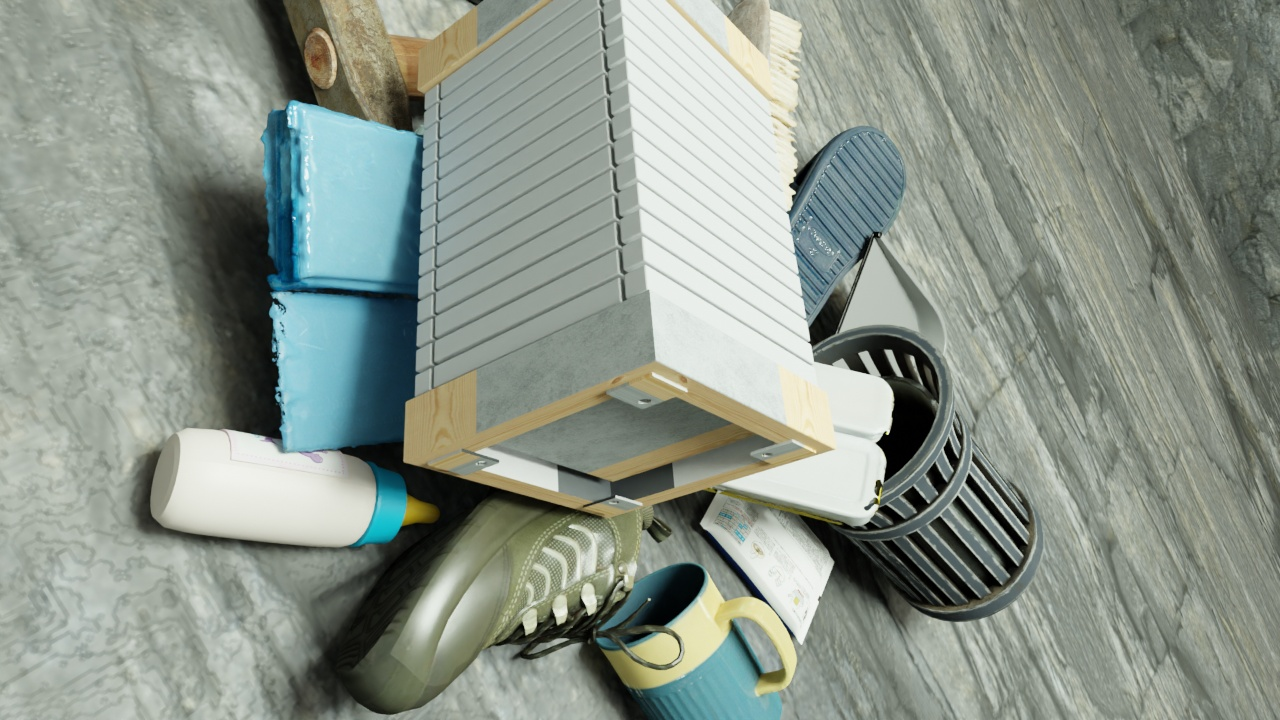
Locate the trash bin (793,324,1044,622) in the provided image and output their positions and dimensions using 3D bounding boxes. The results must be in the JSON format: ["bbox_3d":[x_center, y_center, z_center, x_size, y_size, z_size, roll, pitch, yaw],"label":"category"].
[{"bbox_3d":[0.220,0.104,0.748,0.227,0.165,0.163,43,47,-35],"label":"trash bin"}]

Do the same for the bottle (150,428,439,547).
[{"bbox_3d":[-0.168,0.070,0.472,0.146,0.051,0.051,17,61,-39],"label":"bottle"}]

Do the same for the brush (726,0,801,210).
[{"bbox_3d":[0.098,-0.221,0.831,0.056,0.083,0.270,26,55,-33],"label":"brush"}]

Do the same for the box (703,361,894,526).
[{"bbox_3d":[0.069,0.038,0.643,0.210,0.034,0.129,13,51,9],"label":"box"}]

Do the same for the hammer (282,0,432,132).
[{"bbox_3d":[-0.095,-0.193,0.648,0.300,0.037,0.158,-17,87,-52],"label":"hammer"}]

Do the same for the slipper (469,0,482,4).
[{"bbox_3d":[-0.116,-0.332,0.673,0.265,0.084,0.108,9,65,-43],"label":"slipper"}]

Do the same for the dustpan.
[{"bbox_3d":[0.256,0.018,0.885,0.257,0.033,0.163,45,62,-45],"label":"dustpan"}]

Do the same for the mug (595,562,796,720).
[{"bbox_3d":[0.044,0.192,0.581,0.107,0.114,0.083,60,31,-9],"label":"mug"}]

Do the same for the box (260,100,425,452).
[{"bbox_3d":[-0.111,-0.039,0.535,0.231,0.034,0.174,-3,93,-58],"label":"box"}]

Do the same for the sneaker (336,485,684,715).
[{"bbox_3d":[-0.055,0.136,0.520,0.143,0.101,0.237,52,39,-6],"label":"sneaker"}]

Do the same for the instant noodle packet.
[{"bbox_3d":[0.104,0.144,0.723,0.134,0.026,0.086,51,45,-15],"label":"instant noodle packet"}]

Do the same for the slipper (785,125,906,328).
[{"bbox_3d":[0.150,-0.116,0.849,0.101,0.083,0.263,48,66,-24],"label":"slipper"}]

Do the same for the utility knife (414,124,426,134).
[{"bbox_3d":[-0.164,-0.115,0.581,0.116,0.016,0.022,-55,129,-42],"label":"utility knife"}]

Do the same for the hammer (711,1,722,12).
[{"bbox_3d":[-0.001,-0.168,0.715,0.119,0.031,0.330,55,50,-38],"label":"hammer"}]

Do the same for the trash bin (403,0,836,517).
[{"bbox_3d":[-0.015,-0.065,0.475,0.142,0.143,0.246,26,51,-47],"label":"trash bin"}]
